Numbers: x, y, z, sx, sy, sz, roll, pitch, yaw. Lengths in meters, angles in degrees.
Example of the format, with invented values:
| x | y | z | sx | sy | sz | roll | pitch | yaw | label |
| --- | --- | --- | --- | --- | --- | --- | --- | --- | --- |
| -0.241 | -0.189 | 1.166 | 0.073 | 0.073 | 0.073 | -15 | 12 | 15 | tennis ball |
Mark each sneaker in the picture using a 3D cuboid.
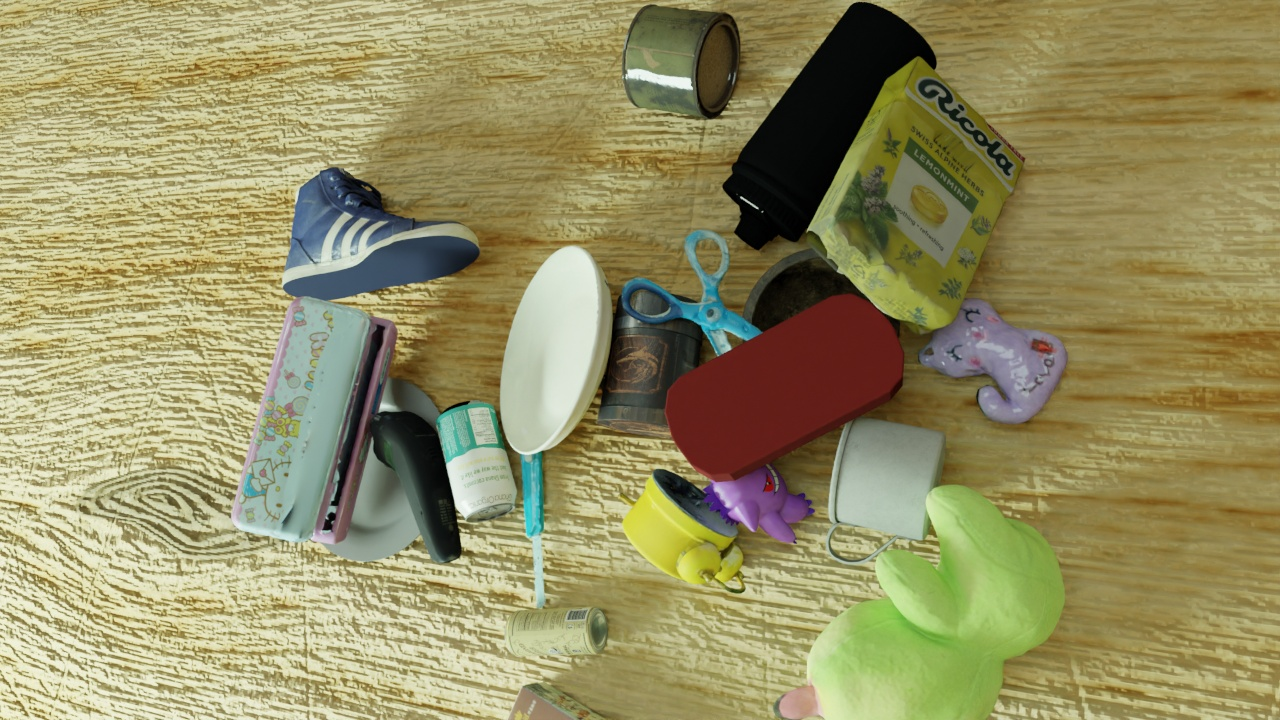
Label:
| x | y | z | sx | sy | sz | roll | pitch | yaw | label |
| --- | --- | --- | --- | --- | --- | --- | --- | --- | --- |
| -0.257 | -0.143 | 0.913 | 0.234 | 0.091 | 0.118 | -12 | 70 | 28 | sneaker |

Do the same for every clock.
| x | y | z | sx | sy | sz | roll | pitch | yaw | label |
| --- | --- | --- | --- | --- | --- | --- | --- | --- | --- |
| 0.039 | 0.137 | 0.719 | 0.119 | 0.083 | 0.057 | 41 | 100 | 28 | clock |

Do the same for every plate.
| x | y | z | sx | sy | sz | roll | pitch | yaw | label |
| --- | --- | --- | --- | --- | --- | --- | --- | --- | --- |
| -0.068 | -0.006 | 0.788 | 0.183 | 0.034 | 0.182 | -35 | 48 | 50 | plate |
| -0.258 | 0.104 | 0.891 | 0.179 | 0.012 | 0.178 | -6 | 75 | 22 | plate |

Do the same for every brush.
| x | y | z | sx | sy | sz | roll | pitch | yaw | label |
| --- | --- | --- | --- | --- | --- | --- | --- | --- | --- |
| 0.104 | 0.023 | 0.665 | 0.173 | 0.042 | 0.082 | -28 | 67 | 5 | brush |

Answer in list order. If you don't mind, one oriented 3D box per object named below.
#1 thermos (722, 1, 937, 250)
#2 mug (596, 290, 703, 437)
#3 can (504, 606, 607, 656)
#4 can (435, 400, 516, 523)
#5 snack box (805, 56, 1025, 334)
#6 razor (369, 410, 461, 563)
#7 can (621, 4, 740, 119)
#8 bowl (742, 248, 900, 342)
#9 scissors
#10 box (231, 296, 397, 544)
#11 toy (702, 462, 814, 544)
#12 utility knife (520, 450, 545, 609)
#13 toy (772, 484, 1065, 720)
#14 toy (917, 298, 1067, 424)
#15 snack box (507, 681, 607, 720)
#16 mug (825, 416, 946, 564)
| x | y | z | sx | sy | sz | roll | pitch | yaw | label |
| --- | --- | --- | --- | --- | --- | --- | --- | --- | --- |
| 0.144 | -0.181 | 0.748 | 0.086 | 0.086 | 0.198 | 39 | 94 | 26 | thermos |
| -0.004 | 0.005 | 0.774 | 0.116 | 0.080 | 0.107 | 0 | 76 | 34 | mug |
| -0.071 | 0.227 | 0.768 | 0.080 | 0.038 | 0.038 | -9 | 74 | 21 | can |
| -0.147 | 0.090 | 0.824 | 0.055 | 0.055 | 0.101 | -25 | 69 | 16 | can |
| 0.202 | -0.119 | 0.660 | 0.121 | 0.045 | 0.180 | 39 | 62 | -13 | snack box |
| -0.202 | 0.114 | 0.835 | 0.067 | 0.053 | 0.151 | -30 | 74 | 29 | razor |
| 0.038 | -0.264 | 0.811 | 0.075 | 0.090 | 0.090 | 17 | 84 | 25 | can |
| 0.146 | -0.023 | 0.726 | 0.121 | 0.056 | 0.121 | -6 | 75 | 22 | bowl |
| 0.043 | -0.035 | 0.722 | 0.118 | 0.013 | 0.139 | -20 | 72 | -1 | scissors |
| -0.296 | 0.056 | 0.843 | 0.091 | 0.090 | 0.214 | 13 | 82 | -7 | box |
| 0.081 | 0.101 | 0.707 | 0.056 | 0.088 | 0.106 | -43 | 65 | 15 | toy |
| -0.096 | 0.135 | 0.813 | 0.022 | 0.015 | 0.166 | -10 | 72 | 21 | utility knife |
| 0.199 | 0.186 | 0.611 | 0.197 | 0.150 | 0.107 | -60 | 34 | 0 | toy |
| 0.260 | 0.000 | 0.683 | 0.100 | 0.036 | 0.080 | 26 | 88 | 24 | toy |
| -0.059 | 0.357 | 0.730 | 0.147 | 0.041 | 0.143 | 23 | 88 | 25 | snack box |
| 0.178 | 0.099 | 0.672 | 0.071 | 0.084 | 0.113 | 11 | 96 | 22 | mug |
